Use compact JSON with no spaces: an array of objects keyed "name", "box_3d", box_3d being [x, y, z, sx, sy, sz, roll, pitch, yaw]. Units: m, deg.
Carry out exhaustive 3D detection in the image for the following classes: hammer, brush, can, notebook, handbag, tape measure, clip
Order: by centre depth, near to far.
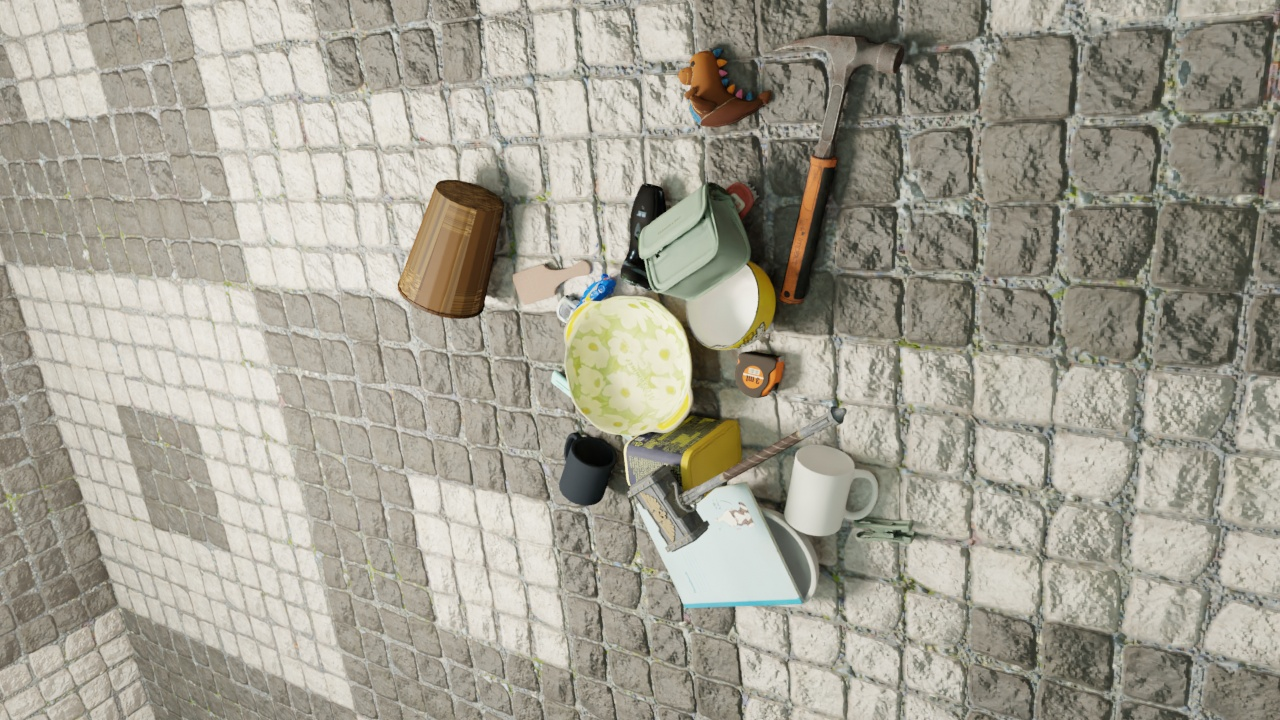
[{"name":"hammer","box_3d":[0.195,-0.215,1.059,0.138,0.034,0.315,23,121,25]},{"name":"hammer","box_3d":[0.116,0.125,1.066,0.323,0.044,0.098,-37,86,41]},{"name":"handbag","box_3d":[0.059,-0.141,1.110,0.122,0.067,0.106,-32,64,39]},{"name":"brush","box_3d":[0.085,-0.162,1.157,0.041,0.030,0.173,51,127,6]},{"name":"clip","box_3d":[0.309,0.217,1.169,0.076,0.023,0.042,-2,106,33]},{"name":"tape measure","box_3d":[0.155,0.018,1.184,0.058,0.038,0.059,11,102,30]},{"name":"can","box_3d":[0.057,0.127,1.233,0.104,0.134,0.075,8,114,35]},{"name":"notebook","box_3d":[0.105,0.269,1.302,0.254,0.009,0.181,-23,94,52]},{"name":"brush","box_3d":[-0.125,-0.120,1.333,0.136,0.015,0.050,-14,102,32]}]

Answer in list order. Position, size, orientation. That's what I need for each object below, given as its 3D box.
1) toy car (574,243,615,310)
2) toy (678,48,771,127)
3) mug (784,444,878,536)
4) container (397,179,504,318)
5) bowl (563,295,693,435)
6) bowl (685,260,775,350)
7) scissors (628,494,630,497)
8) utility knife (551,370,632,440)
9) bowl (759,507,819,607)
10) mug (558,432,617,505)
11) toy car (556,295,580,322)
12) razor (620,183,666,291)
[{"name":"toy car","box_3d":[-0.072,-0.109,1.282,0.092,0.033,0.062,-44,76,16]},{"name":"toy","box_3d":[0.099,-0.324,1.080,0.103,0.070,0.090,-12,90,14]},{"name":"mug","box_3d":[0.245,0.167,1.168,0.110,0.073,0.091,8,116,4]},{"name":"container","box_3d":[-0.272,-0.167,1.345,0.132,0.131,0.168,33,119,19]},{"name":"bowl","box_3d":[-0.007,0.007,1.252,0.219,0.060,0.189,44,107,20]},{"name":"bowl","box_3d":[0.120,-0.069,1.138,0.117,0.067,0.117,-5,83,44]},{"name":"scissors","box_3d":[0.042,0.180,1.342,0.141,0.014,0.159,43,128,16]},{"name":"utility knife","box_3d":[-0.069,0.071,1.375,0.165,0.015,0.022,38,125,12]},{"name":"bowl","box_3d":[0.187,0.260,1.251,0.150,0.043,0.150,25,128,36]},{"name":"mug","box_3d":[-0.087,0.156,1.393,0.105,0.071,0.078,52,134,40]},{"name":"toy car","box_3d":[-0.084,-0.058,1.320,0.090,0.027,0.039,34,123,18]},{"name":"razor","box_3d":[0.003,-0.159,1.194,0.053,0.063,0.141,20,120,26]}]
